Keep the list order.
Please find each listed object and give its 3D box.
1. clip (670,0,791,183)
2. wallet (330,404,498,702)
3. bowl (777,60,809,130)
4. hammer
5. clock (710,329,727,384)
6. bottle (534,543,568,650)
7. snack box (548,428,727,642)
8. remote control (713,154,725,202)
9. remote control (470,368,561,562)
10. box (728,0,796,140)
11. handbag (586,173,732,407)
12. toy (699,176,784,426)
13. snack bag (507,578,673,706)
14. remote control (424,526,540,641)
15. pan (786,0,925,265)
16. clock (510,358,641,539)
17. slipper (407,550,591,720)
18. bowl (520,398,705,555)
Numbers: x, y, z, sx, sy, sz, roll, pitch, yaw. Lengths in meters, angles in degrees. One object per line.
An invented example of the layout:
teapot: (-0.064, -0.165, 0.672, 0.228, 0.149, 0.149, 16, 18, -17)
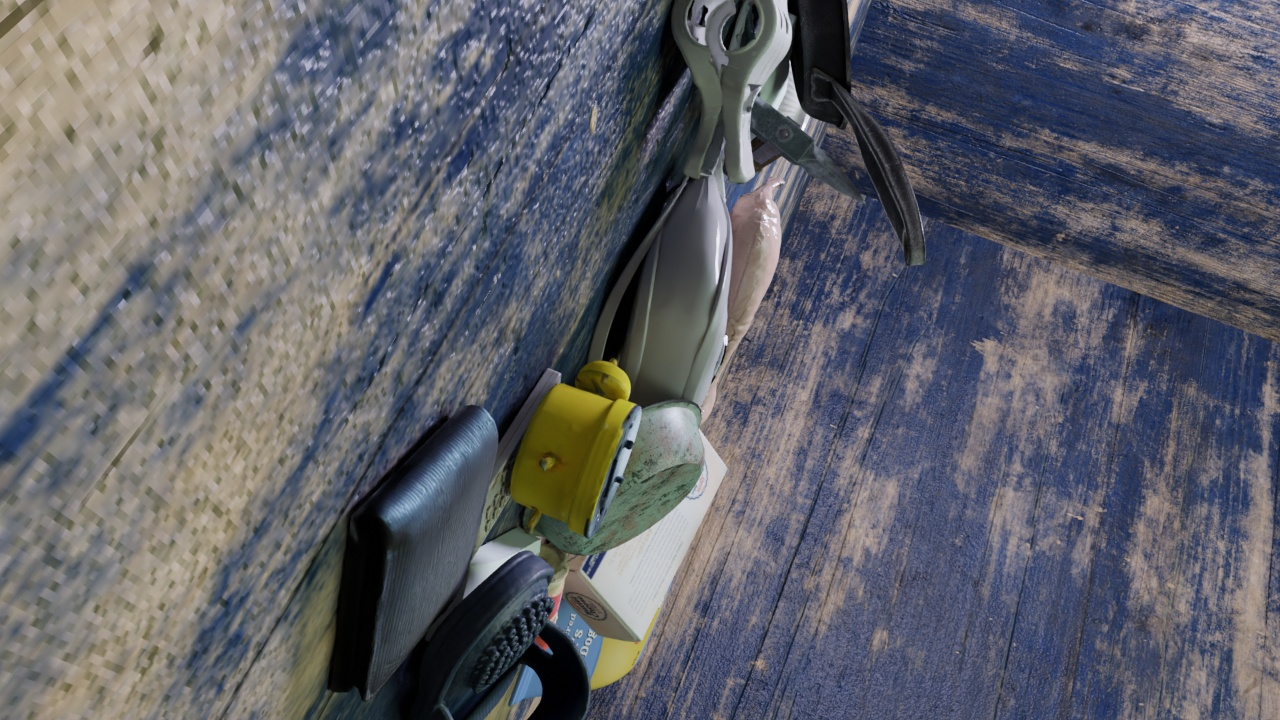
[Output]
clip: (0.048, -0.187, 0.570, 0.152, 0.097, 0.126, -68, 172, 21)
wallet: (-0.098, 0.085, 0.402, 0.089, 0.026, 0.115, -53, 163, -57)
bowl: (0.153, -0.278, 0.989, 0.118, 0.062, 0.118, 23, 88, -82)
hammer: (0.104, -0.176, 0.804, 0.028, 0.147, 0.316, -53, -176, 6)
clock: (0.030, 0.004, 0.855, 0.122, 0.035, 0.094, -62, -149, -1)
bottle: (-0.083, 0.188, 0.724, 0.044, 0.044, 0.109, -60, 168, -47)
snack box: (-0.002, 0.143, 0.854, 0.104, 0.058, 0.207, 54, 49, -27)
remote control: (0.070, -0.163, 0.839, 0.136, 0.013, 0.043, -12, 97, -84)
remote control: (-0.079, 0.066, 0.528, 0.050, 0.011, 0.135, 103, 12, -48)
box: (0.100, -0.240, 0.797, 0.199, 0.066, 0.083, -8, 101, -83)
handbag: (0.021, -0.055, 0.752, 0.216, 0.095, 0.222, 105, -2, -46)
toy: (0.090, -0.049, 0.950, 0.195, 0.065, 0.265, -56, 164, -56)
snack bag: (-0.054, 0.248, 0.926, 0.205, 0.102, 0.159, -2, 114, -66)
remote control: (-0.093, 0.142, 0.588, 0.143, 0.024, 0.049, 17, 95, -82)
pan: (0.158, -0.215, 0.720, 0.187, 0.055, 0.356, 72, 12, -58)
clock: (-0.032, 0.050, 0.545, 0.118, 0.057, 0.083, -59, 167, -54)
slipper: (-0.076, 0.196, 0.536, 0.101, 0.082, 0.264, -41, 164, -30)
bowl: (-0.010, 0.094, 0.671, 0.157, 0.038, 0.158, -29, 155, -16)
